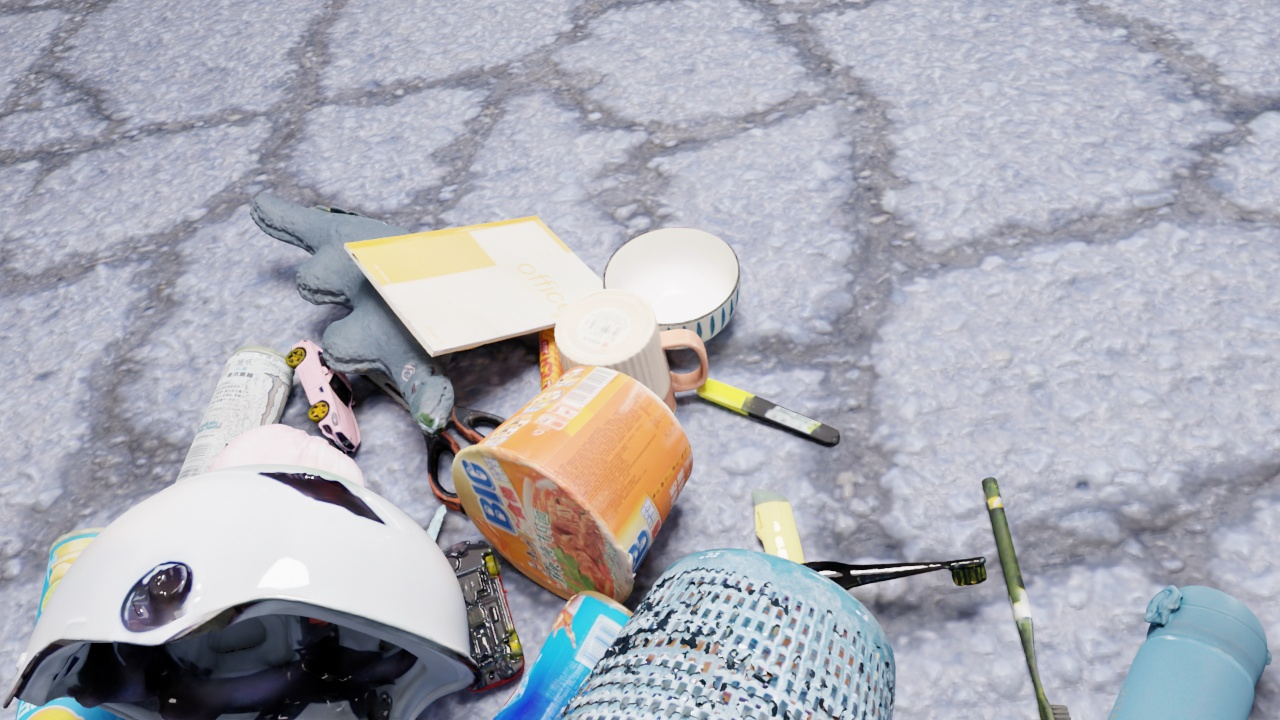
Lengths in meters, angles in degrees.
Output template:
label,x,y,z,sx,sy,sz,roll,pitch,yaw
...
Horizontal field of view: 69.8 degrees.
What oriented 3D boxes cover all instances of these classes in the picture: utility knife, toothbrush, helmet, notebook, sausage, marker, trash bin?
label,x,y,z,sx,sy,sz,roll,pitch,yaw
utility knife,0.103,0.159,0.637,0.031,0.018,0.162,-12,48,7
toothbrush,0.255,0.158,0.612,0.017,0.012,0.185,-1,51,2
helmet,-0.228,0.147,0.573,0.259,0.229,0.145,-19,52,14
notebook,-0.130,-0.071,0.800,0.205,0.010,0.146,-17,52,-42
sausage,-0.074,0.026,0.777,0.021,0.021,0.165,-10,50,2
marker,0.101,0.041,0.737,0.124,0.015,0.018,21,59,22
toothbrush,0.120,0.148,0.615,0.213,0.026,0.027,-9,89,15
trash bin,0.044,0.220,0.490,0.227,0.227,0.194,13,42,20

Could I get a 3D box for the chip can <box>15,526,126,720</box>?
label,x,y,z,sx,sy,sz,roll,pitch,yaw
chip can,-0.393,0.224,0.643,0.071,0.071,0.210,-16,50,-3

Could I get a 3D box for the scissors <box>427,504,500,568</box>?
label,x,y,z,sx,sy,sz,roll,pitch,yaw
scissors,-0.170,0.168,0.680,0.133,0.017,0.135,-7,54,-4

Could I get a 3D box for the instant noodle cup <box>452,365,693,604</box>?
label,x,y,z,sx,sy,sz,roll,pitch,yaw
instant noodle cup,-0.040,0.083,0.650,0.151,0.152,0.111,21,50,25

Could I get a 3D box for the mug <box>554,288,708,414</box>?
label,x,y,z,sx,sy,sz,roll,pitch,yaw
mug,-0.004,0.004,0.726,0.114,0.106,0.081,-8,50,4

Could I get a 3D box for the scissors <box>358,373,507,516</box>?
label,x,y,z,sx,sy,sz,roll,pitch,yaw
scissors,-0.178,0.060,0.773,0.207,0.015,0.193,-2,51,10

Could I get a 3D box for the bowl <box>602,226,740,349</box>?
label,x,y,z,sx,sy,sz,roll,pitch,yaw
bowl,0.029,-0.053,0.794,0.116,0.066,0.116,-5,51,6

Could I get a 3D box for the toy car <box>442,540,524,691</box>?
label,x,y,z,sx,sy,sz,roll,pitch,yaw
toy car,-0.116,0.179,0.651,0.049,0.031,0.106,-19,61,-9

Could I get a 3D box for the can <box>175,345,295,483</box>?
label,x,y,z,sx,sy,sz,roll,pitch,yaw
can,-0.341,0.060,0.777,0.058,0.058,0.146,-3,50,8

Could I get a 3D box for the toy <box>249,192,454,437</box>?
label,x,y,z,sx,sy,sz,roll,pitch,yaw
toy,-0.228,-0.056,0.818,0.137,0.092,0.356,-14,46,-36

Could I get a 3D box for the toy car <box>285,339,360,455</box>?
label,x,y,z,sx,sy,sz,roll,pitch,yaw
toy car,-0.269,0.029,0.791,0.037,0.056,0.122,-32,53,-7

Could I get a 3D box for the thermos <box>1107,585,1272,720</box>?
label,x,y,z,sx,sy,sz,roll,pitch,yaw
thermos,0.289,0.226,0.516,0.070,0.070,0.219,25,60,28

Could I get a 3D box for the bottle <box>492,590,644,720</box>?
label,x,y,z,sx,sy,sz,roll,pitch,yaw
bottle,-0.072,0.248,0.567,0.065,0.065,0.218,21,59,25

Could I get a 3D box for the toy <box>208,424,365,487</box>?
label,x,y,z,sx,sy,sz,roll,pitch,yaw
toy,-0.282,0.128,0.698,0.121,0.054,0.159,23,64,-7
